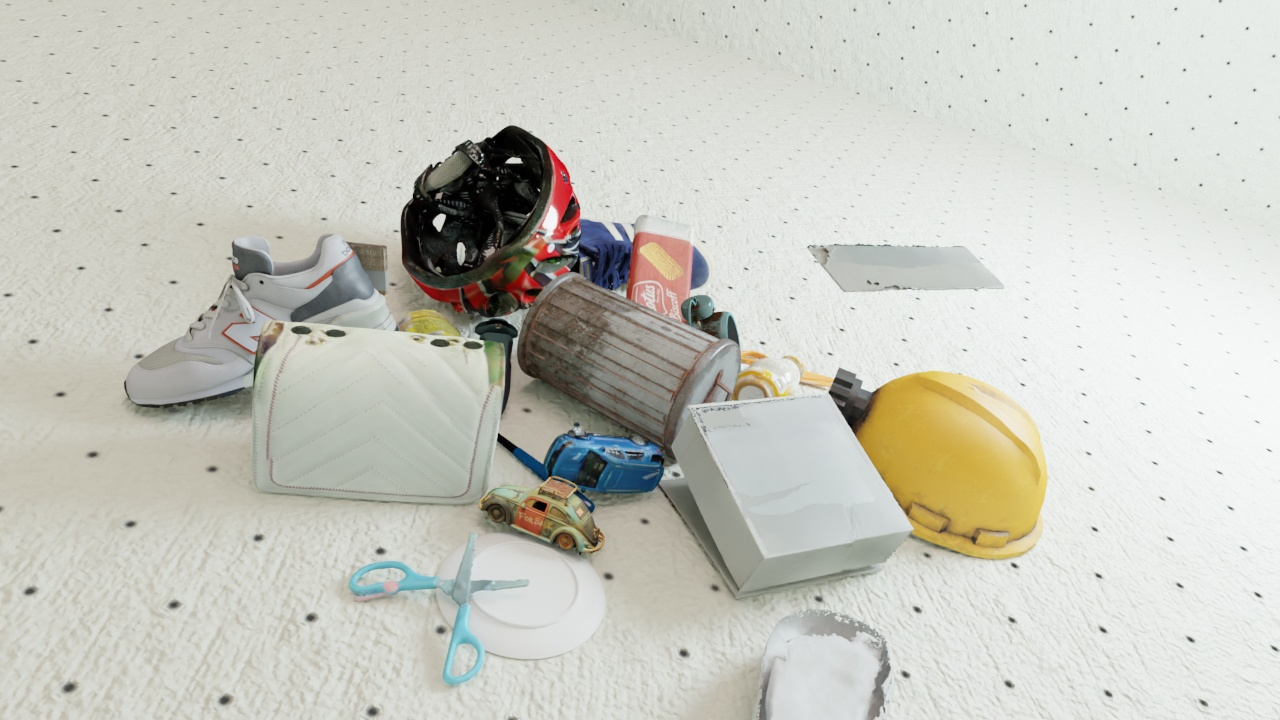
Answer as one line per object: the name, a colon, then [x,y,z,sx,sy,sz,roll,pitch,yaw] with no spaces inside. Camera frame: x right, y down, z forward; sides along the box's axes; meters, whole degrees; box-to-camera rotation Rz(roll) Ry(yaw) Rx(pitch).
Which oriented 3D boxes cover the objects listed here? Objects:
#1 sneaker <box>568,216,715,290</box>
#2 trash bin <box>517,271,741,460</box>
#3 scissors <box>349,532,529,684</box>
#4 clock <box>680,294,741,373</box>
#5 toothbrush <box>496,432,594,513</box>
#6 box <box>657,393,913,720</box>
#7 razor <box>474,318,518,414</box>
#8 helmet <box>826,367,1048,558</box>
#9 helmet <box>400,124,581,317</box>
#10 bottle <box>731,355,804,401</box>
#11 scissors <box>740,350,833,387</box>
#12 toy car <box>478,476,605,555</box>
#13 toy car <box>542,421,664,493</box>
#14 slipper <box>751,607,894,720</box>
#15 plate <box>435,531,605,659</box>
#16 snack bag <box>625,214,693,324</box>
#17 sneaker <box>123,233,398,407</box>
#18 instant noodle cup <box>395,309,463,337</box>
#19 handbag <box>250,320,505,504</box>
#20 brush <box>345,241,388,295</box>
sneaker: [-0.020,-0.125,1.184,0.233,0.092,0.118,15,26,2]
trash bin: [-0.006,0.006,0.937,0.211,0.131,0.130,27,32,23]
scissors: [-0.150,0.182,0.684,0.135,0.015,0.135,-5,43,-4]
clock: [0.076,-0.023,1.029,0.053,0.124,0.089,-8,59,17]
toothbrush: [-0.105,0.093,0.860,0.168,0.014,0.014,33,69,28]
box: [0.099,0.241,0.912,0.168,0.405,0.171,-3,35,-28]
razor: [-0.153,0.006,0.961,0.047,0.052,0.142,6,41,-11]
helmet: [0.316,0.079,0.952,0.255,0.132,0.204,23,31,11]
helmet: [-0.167,-0.152,1.069,0.167,0.217,0.271,50,9,-38]
bottle: [0.149,0.026,1.036,0.063,0.063,0.108,29,32,23]
scissors: [0.177,0.018,1.110,0.130,0.013,0.070,14,31,2]
toy car: [-0.079,0.124,0.780,0.112,0.047,0.047,20,13,9]
toy car: [-0.030,0.094,0.836,0.120,0.056,0.043,10,26,-35]
slipper: [0.128,0.250,0.639,0.112,0.075,0.246,28,22,10]
plate: [-0.093,0.179,0.726,0.134,0.011,0.134,11,30,-7]
snack bag: [0.020,-0.079,1.098,0.077,0.041,0.224,11,52,-7]
sneaker: [-0.351,-0.048,0.828,0.239,0.124,0.089,-15,25,-17]
instant noodle cup: [-0.207,0.000,0.901,0.102,0.102,0.108,2,23,-21]
handbag: [-0.222,0.037,0.780,0.198,0.142,0.096,7,29,-15]
brush: [-0.266,-0.047,0.895,0.045,0.143,0.008,5,29,1]
